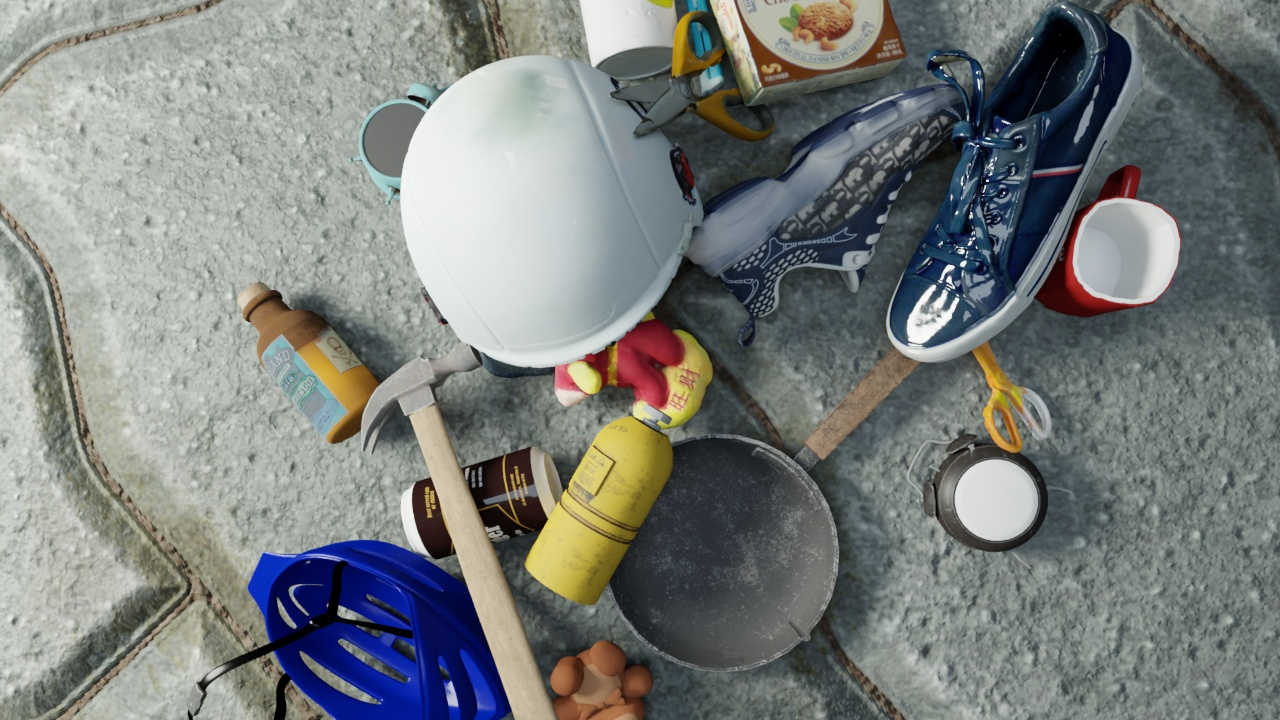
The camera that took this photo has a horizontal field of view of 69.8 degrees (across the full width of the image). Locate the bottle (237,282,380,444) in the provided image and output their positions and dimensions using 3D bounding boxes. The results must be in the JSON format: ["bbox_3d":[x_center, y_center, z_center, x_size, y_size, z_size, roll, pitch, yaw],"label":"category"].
[{"bbox_3d":[-0.300,-0.004,0.821,0.068,0.068,0.157,-42,85,2],"label":"bottle"}]

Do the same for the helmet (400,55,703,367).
[{"bbox_3d":[-0.085,-0.133,0.712,0.237,0.164,0.263,-25,46,10],"label":"helmet"}]

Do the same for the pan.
[{"bbox_3d":[0.121,0.109,0.797,0.207,0.040,0.357,44,91,5],"label":"pan"}]

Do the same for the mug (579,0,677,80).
[{"bbox_3d":[-0.011,-0.309,0.798,0.082,0.082,0.106,-10,89,4],"label":"mug"}]

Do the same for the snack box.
[{"bbox_3d":[0.137,-0.304,0.783,0.143,0.041,0.147,-16,86,-16],"label":"snack box"}]

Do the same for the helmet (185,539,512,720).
[{"bbox_3d":[-0.230,0.244,0.729,0.241,0.227,0.148,32,108,9],"label":"helmet"}]

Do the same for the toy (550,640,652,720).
[{"bbox_3d":[-0.028,0.308,0.792,0.095,0.065,0.127,-21,92,-2],"label":"toy"}]

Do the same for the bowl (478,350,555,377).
[{"bbox_3d":[-0.111,-0.037,0.812,0.110,0.055,0.110,0,89,5],"label":"bowl"}]

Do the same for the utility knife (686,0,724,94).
[{"bbox_3d":[0.050,-0.318,0.827,0.022,0.015,0.158,-15,85,27],"label":"utility knife"}]

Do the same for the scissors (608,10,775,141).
[{"bbox_3d":[0.048,-0.209,0.741,0.016,0.224,0.166,-27,112,38],"label":"scissors"}]

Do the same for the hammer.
[{"bbox_3d":[-0.136,0.147,0.747,0.119,0.031,0.331,-25,74,2],"label":"hammer"}]

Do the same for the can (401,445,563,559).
[{"bbox_3d":[-0.136,0.125,0.801,0.128,0.072,0.072,-17,87,4],"label":"can"}]

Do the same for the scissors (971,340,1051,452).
[{"bbox_3d":[0.313,0.014,0.787,0.083,0.012,0.133,-2,69,-28],"label":"scissors"}]

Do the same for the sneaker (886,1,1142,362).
[{"bbox_3d":[0.264,-0.139,0.709,0.121,0.127,0.295,38,106,44],"label":"sneaker"}]

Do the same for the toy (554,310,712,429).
[{"bbox_3d":[-0.005,0.005,0.799,0.137,0.067,0.105,7,91,-3],"label":"toy"}]

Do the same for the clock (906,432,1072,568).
[{"bbox_3d":[0.291,0.114,0.777,0.123,0.044,0.091,28,91,5],"label":"clock"}]

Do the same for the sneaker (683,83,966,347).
[{"bbox_3d":[0.168,-0.126,0.781,0.269,0.103,0.132,-32,101,4],"label":"sneaker"}]

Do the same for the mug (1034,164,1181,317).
[{"bbox_3d":[0.379,-0.097,0.749,0.080,0.096,0.116,14,89,5],"label":"mug"}]

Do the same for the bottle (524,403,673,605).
[{"bbox_3d":[-0.026,0.112,0.757,0.071,0.071,0.164,30,91,5],"label":"bottle"}]

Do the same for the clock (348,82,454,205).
[{"bbox_3d":[-0.197,-0.200,0.825,0.124,0.053,0.090,-42,86,0],"label":"clock"}]
